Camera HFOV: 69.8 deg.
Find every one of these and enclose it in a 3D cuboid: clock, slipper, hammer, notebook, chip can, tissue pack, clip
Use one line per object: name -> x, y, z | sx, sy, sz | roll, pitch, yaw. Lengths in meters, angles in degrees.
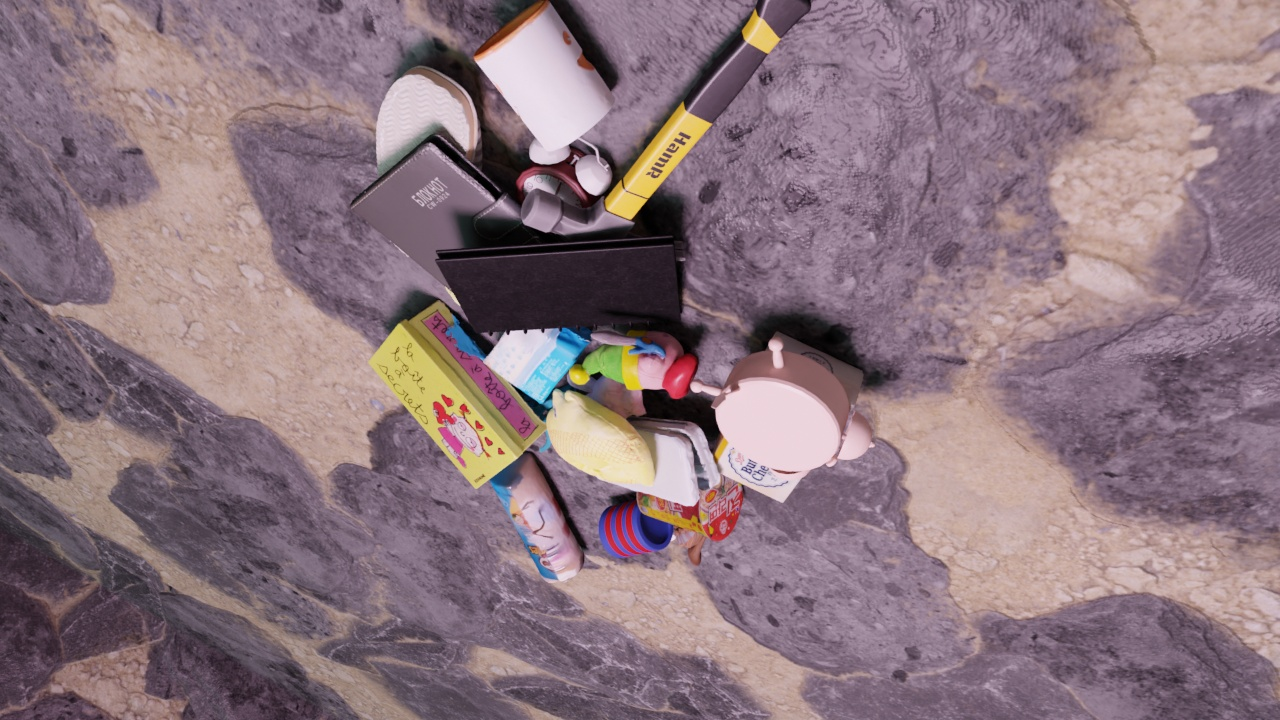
clock -> -0.078, -0.178, 0.924 | 0.087, 0.044, 0.125 | 29, 140, -3
slipper -> -0.226, -0.200, 0.971 | 0.114, 0.053, 0.273 | 32, 143, -2
hammer -> 0.038, -0.200, 0.823 | 0.169, 0.034, 0.326 | 17, 137, -29
notebook -> -0.180, -0.129, 0.963 | 0.170, 0.029, 0.209 | -23, 130, 41
chip can -> -0.151, 0.237, 1.365 | 0.080, 0.079, 0.230 | 3, 134, 25
clock -> 0.144, 0.062, 0.942 | 0.160, 0.086, 0.131 | 39, 138, -20
tissue pack -> -0.124, -0.015, 1.101 | 0.093, 0.061, 0.145 | 35, 135, -6
notebook -> -0.077, -0.074, 0.956 | 0.231, 0.019, 0.169 | -3, 155, 4
clip -> -0.128, 0.079, 1.210 | 0.120, 0.033, 0.119 | 1, 121, 21

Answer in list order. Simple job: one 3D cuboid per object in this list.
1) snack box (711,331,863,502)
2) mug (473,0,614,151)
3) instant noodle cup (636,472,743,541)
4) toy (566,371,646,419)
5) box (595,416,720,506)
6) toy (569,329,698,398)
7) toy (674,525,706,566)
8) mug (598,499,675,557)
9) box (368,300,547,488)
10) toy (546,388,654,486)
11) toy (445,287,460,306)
snack box -> 0.158, 0.070, 1.043 | 0.104, 0.057, 0.208 | 25, 139, 2
mug -> -0.084, -0.254, 0.820 | 0.082, 0.082, 0.105 | -17, 124, 38
instant noodle cup -> 0.058, 0.174, 1.182 | 0.113, 0.100, 0.100 | 4, 134, 35
toy -> -0.040, 0.042, 1.127 | 0.110, 0.047, 0.063 | 4, 123, 29
box -> 0.007, 0.115, 1.143 | 0.214, 0.063, 0.118 | 3, 113, 52
toy -> -0.006, 0.006, 1.021 | 0.131, 0.097, 0.124 | 26, -177, 4
toy -> 0.073, 0.240, 1.277 | 0.054, 0.041, 0.102 | 9, 132, -13
mug -> 0.007, 0.239, 1.294 | 0.111, 0.074, 0.076 | 24, 147, -39
box -> -0.235, 0.043, 1.172 | 0.221, 0.079, 0.125 | 50, 136, -6
toy -> -0.057, 0.096, 1.106 | 0.171, 0.064, 0.155 | 1, 133, 52
toy -> -0.189, -0.100, 1.059 | 0.091, 0.045, 0.135 | 16, 143, 4
